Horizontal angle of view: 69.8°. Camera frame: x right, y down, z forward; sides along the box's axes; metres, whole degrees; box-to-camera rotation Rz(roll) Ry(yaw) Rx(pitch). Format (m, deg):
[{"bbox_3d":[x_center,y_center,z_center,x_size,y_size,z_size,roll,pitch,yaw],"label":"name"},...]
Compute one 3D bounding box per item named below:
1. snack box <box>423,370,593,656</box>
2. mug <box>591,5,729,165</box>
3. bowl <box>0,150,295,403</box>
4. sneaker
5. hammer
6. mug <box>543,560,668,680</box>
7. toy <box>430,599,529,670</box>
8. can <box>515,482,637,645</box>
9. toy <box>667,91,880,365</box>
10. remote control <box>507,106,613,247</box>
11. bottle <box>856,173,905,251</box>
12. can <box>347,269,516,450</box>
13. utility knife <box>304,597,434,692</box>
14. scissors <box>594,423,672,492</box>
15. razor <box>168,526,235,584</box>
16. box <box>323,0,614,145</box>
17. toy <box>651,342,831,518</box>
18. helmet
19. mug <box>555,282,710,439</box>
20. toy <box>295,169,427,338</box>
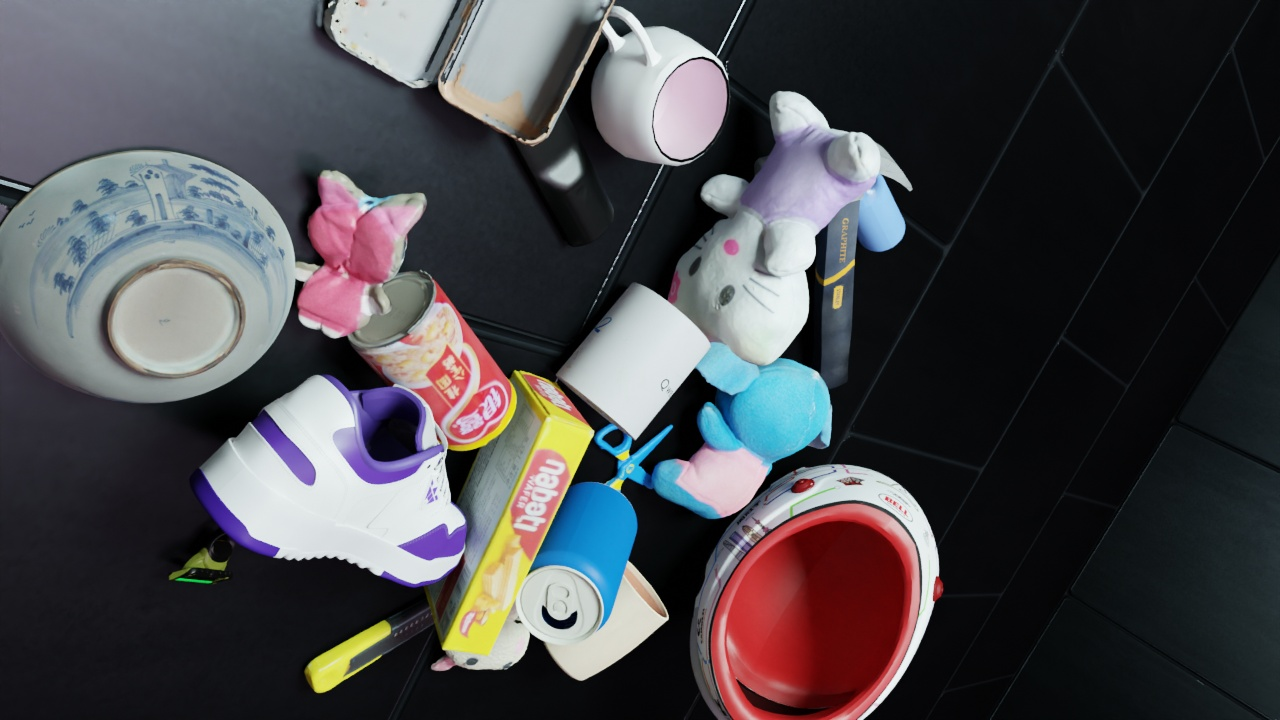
[{"bbox_3d":[-0.107,0.116,0.706,0.042,0.092,0.201,19,103,-29],"label":"snack box"},{"bbox_3d":[0.003,-0.191,0.621,0.090,0.076,0.124,-49,140,-9],"label":"mug"},{"bbox_3d":[-0.251,-0.032,0.485,0.150,0.057,0.151,-21,129,-29],"label":"bowl"},{"bbox_3d":[-0.166,0.072,0.596,0.111,0.092,0.244,-49,157,-2],"label":"sneaker"},{"bbox_3d":[0.182,-0.079,0.893,0.139,0.035,0.313,-14,137,-5],"label":"hammer"},{"bbox_3d":[-0.047,0.240,0.877,0.104,0.085,0.111,-43,112,1],"label":"mug"},{"bbox_3d":[-0.134,0.243,0.810,0.112,0.050,0.087,-45,139,13],"label":"toy"},{"bbox_3d":[-0.051,0.164,0.762,0.145,0.079,0.079,-64,172,-70],"label":"can"},{"bbox_3d":[0.104,-0.101,0.739,0.085,0.137,0.210,8,120,-45],"label":"toy"},{"bbox_3d":[-0.057,-0.140,0.640,0.045,0.021,0.140,-46,139,-15],"label":"remote control"},{"bbox_3d":[0.215,-0.157,0.884,0.048,0.048,0.131,-53,141,-3],"label":"bottle"},{"bbox_3d":[-0.138,0.003,0.620,0.066,0.067,0.124,-44,139,-14],"label":"can"},{"bbox_3d":[-0.169,0.204,0.771,0.233,0.020,0.029,-27,136,-33],"label":"utility knife"},{"bbox_3d":[-0.016,0.103,0.857,0.130,0.014,0.125,-52,141,-3],"label":"scissors"},{"bbox_3d":[-0.248,0.088,0.604,0.144,0.021,0.044,-51,160,-5],"label":"razor"},{"bbox_3d":[-0.072,-0.249,0.527,0.156,0.071,0.217,21,101,-38],"label":"box"},{"bbox_3d":[0.095,0.072,0.893,0.191,0.099,0.224,-49,138,7],"label":"toy"},{"bbox_3d":[0.182,0.260,0.997,0.314,0.231,0.236,-51,173,-12],"label":"helmet"},{"bbox_3d":[-0.005,0.004,0.759,0.096,0.083,0.119,-51,170,-7],"label":"mug"},{"bbox_3d":[-0.175,-0.065,0.559,0.065,0.050,0.102,21,108,-15],"label":"toy"}]
